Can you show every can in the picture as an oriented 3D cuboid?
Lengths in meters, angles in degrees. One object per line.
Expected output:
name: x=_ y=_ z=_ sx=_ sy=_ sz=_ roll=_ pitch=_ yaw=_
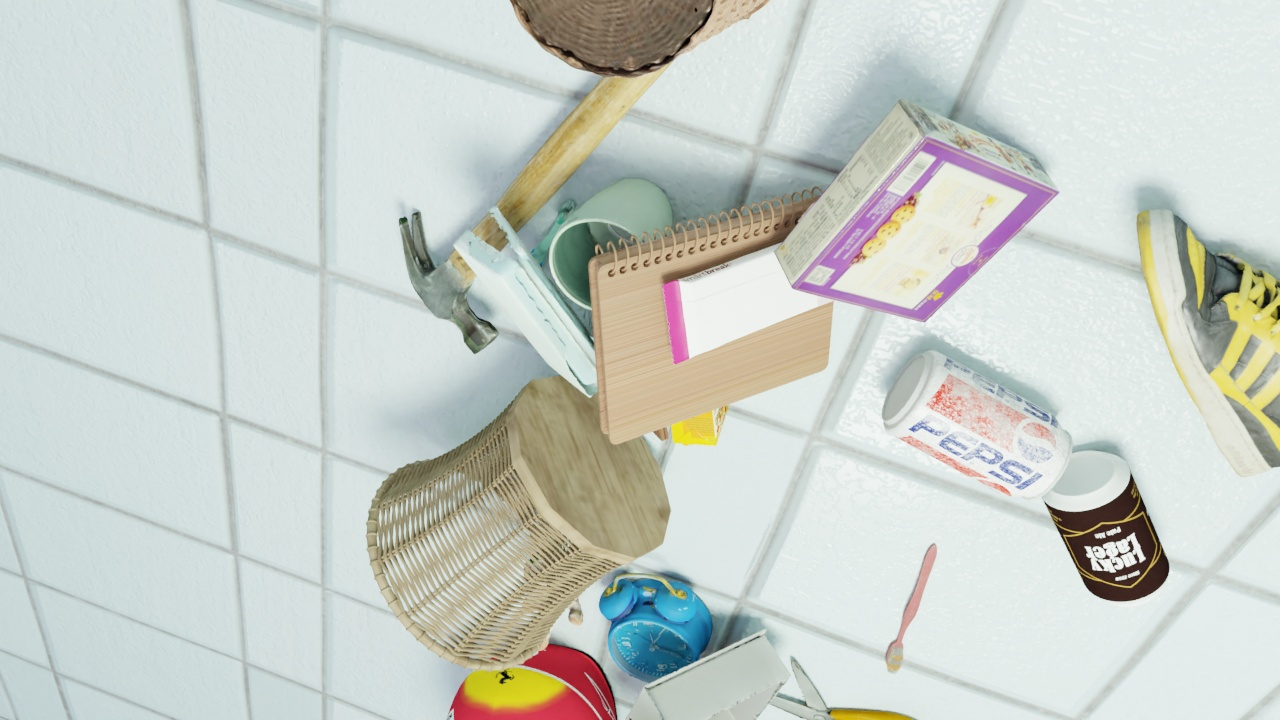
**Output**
can: x=0.276 y=0.054 z=0.757 sx=0.136 sy=0.078 sz=0.078 roll=28 pitch=127 yaw=-2
can: x=0.396 y=0.143 z=0.782 sx=0.072 sy=0.071 sz=0.128 roll=-21 pitch=115 yaw=29

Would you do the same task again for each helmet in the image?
helmet: x=-0.132 y=0.481 z=1.096 sx=0.198 sy=0.224 sz=0.271 roll=-1 pitch=121 yaw=19

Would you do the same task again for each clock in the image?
clock: x=0.014 y=0.291 z=1.017 sx=0.117 sy=0.060 sz=0.161 roll=-4 pitch=121 yaw=21

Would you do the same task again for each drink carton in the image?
drink carton: x=0.049 y=0.015 z=0.817 sx=0.041 sy=0.058 sz=0.123 roll=3 pitch=124 yaw=16

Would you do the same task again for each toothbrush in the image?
toothbrush: x=-0.093 y=-0.091 z=0.818 sx=0.022 sy=0.017 sz=0.136 roll=34 pitch=127 yaw=-7
toothbrush: x=0.277 y=0.255 z=0.935 sx=0.015 sy=0.015 sz=0.185 roll=9 pitch=124 yaw=5

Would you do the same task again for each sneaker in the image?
sneaker: x=0.445 y=-0.021 z=0.643 sx=0.122 sy=0.085 sz=0.238 roll=-21 pitch=119 yaw=36

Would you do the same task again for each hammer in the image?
hammer: x=-0.089 y=-0.146 z=0.758 sx=0.132 sy=0.033 sz=0.331 roll=49 pitch=123 yaw=0

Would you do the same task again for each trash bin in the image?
trash bin: x=0.017 y=-0.254 z=0.549 sx=0.151 sy=0.209 sz=0.151 roll=9 pitch=126 yaw=12

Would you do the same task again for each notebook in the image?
notebook: x=0.063 y=-0.037 z=0.716 sx=0.210 sy=0.022 sz=0.169 roll=-18 pitch=126 yaw=-21

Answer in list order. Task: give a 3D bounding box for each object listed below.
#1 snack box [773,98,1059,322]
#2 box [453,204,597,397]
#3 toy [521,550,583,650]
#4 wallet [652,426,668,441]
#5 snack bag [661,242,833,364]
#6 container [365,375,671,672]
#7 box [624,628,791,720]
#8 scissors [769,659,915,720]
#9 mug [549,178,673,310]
snack box: x=0.196 y=-0.098 z=0.657 sx=0.147 sy=0.040 sz=0.144 roll=10 pitch=135 yaw=-32
box: x=-0.080 y=-0.038 z=0.759 sx=0.070 sy=0.085 sz=0.199 roll=-22 pitch=144 yaw=7
toy: x=-0.101 y=0.255 z=1.023 sx=0.074 sy=0.085 sz=0.106 roll=-6 pitch=114 yaw=-3
wallet: x=-0.005 y=0.005 z=0.823 sx=0.013 sy=0.087 sz=0.121 roll=-21 pitch=124 yaw=-19
snack bag: x=0.106 y=-0.059 z=0.701 sx=0.196 sy=0.016 sz=0.070 roll=-22 pitch=123 yaw=-18
container: x=-0.106 y=0.146 z=0.867 sx=0.227 sy=0.226 sz=0.197 roll=44 pitch=118 yaw=-14
box: x=0.020 y=0.455 z=0.902 sx=0.149 sy=0.411 sz=0.167 roll=24 pitch=134 yaw=6
scissors: x=0.221 y=0.433 z=1.074 sx=0.225 sy=0.016 sz=0.227 roll=15 pitch=126 yaw=9
mug: x=-0.016 y=-0.085 z=0.742 sx=0.084 sy=0.103 sz=0.111 roll=6 pitch=124 yaw=14
